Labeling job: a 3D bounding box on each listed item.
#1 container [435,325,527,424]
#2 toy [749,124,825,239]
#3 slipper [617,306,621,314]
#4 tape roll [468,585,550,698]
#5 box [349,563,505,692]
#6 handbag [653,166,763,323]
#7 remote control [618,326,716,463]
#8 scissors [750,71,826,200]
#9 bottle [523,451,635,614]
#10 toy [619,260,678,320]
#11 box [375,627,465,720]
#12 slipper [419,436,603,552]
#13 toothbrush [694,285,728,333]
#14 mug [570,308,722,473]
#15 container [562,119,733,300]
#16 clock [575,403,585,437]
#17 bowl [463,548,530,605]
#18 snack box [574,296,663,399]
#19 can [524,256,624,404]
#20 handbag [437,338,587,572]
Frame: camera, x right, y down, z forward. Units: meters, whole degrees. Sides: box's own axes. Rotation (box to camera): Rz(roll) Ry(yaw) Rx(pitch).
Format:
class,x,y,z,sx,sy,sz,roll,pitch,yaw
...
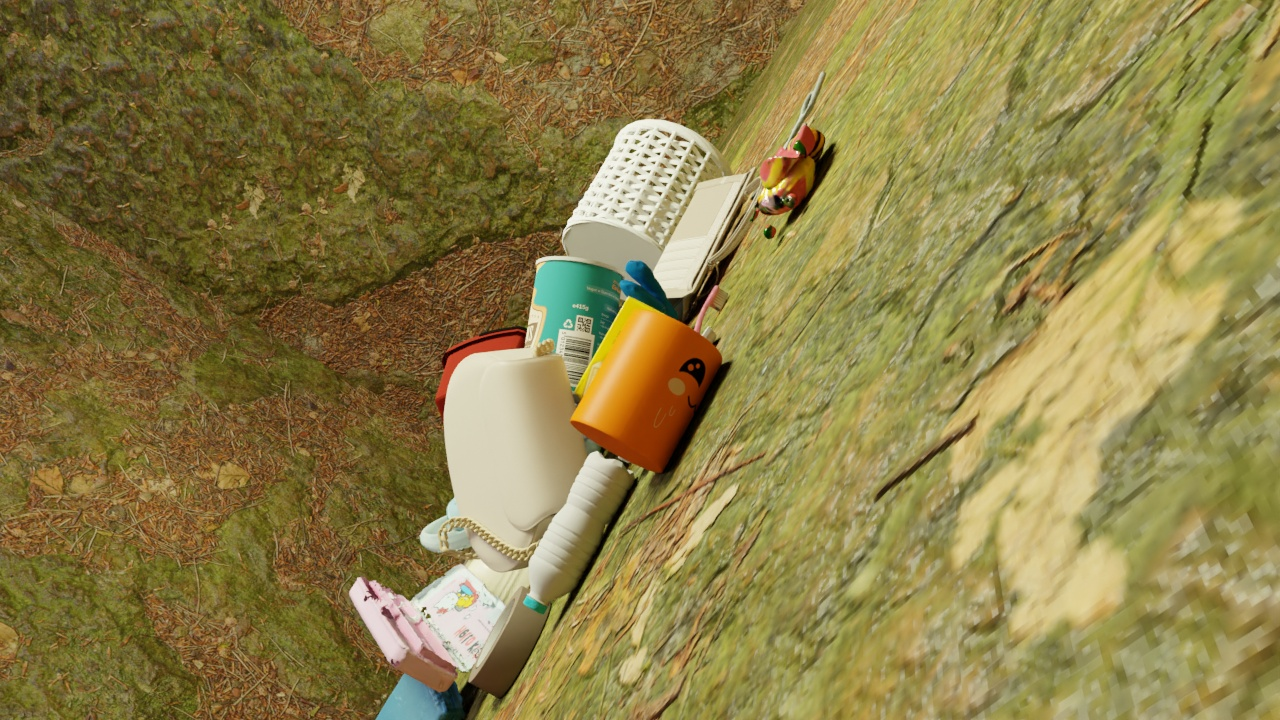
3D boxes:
class,x,y,z,sx,sy,sz,roll,pitch,yaw
container,-0.168,0.036,1.106,0.127,0.148,0.200,-16,23,11
toy,0.123,-0.154,0.759,0.103,0.046,0.084,-57,-11,-38
slipper,-0.035,-0.015,1.186,0.264,0.109,0.083,-38,-60,-62
tape roll,-0.116,0.250,0.818,0.094,0.030,0.093,-59,5,8
box,-0.216,0.259,0.959,0.101,0.111,0.202,-53,28,-12
handbag,0.084,-0.139,0.991,0.175,0.062,0.198,-63,11,-19
remote control,0.023,0.029,0.761,0.130,0.012,0.033,-55,-3,-14
scissors,0.158,-0.235,1.002,0.153,0.014,0.130,149,142,-75
bottle,-0.054,0.142,0.752,0.136,0.044,0.044,-61,5,-12
toy,0.007,-0.031,0.984,0.177,0.071,0.112,96,-166,-48
box,-0.268,0.393,1.039,0.232,0.060,0.175,-58,27,26
slipper,-0.160,0.150,1.111,0.245,0.074,0.104,-30,6,2
toothbrush,0.043,-0.007,0.844,0.135,0.016,0.021,-62,5,-1
mug,0.009,0.029,0.693,0.095,0.078,0.112,-61,-23,-13
container,0.013,-0.204,1.290,0.186,0.189,0.190,-63,6,-25
clock,-0.087,0.107,1.205,0.104,0.056,0.147,-39,14,50
bowl,-0.178,0.262,1.106,0.151,0.075,0.150,-59,5,8
snack box,-0.005,0.005,0.869,0.105,0.061,0.083,-60,-12,-2
can,-0.076,-0.030,1.006,0.099,0.099,0.144,143,135,-77
handbag,-0.130,0.096,0.892,0.209,0.103,0.210,-33,68,55
